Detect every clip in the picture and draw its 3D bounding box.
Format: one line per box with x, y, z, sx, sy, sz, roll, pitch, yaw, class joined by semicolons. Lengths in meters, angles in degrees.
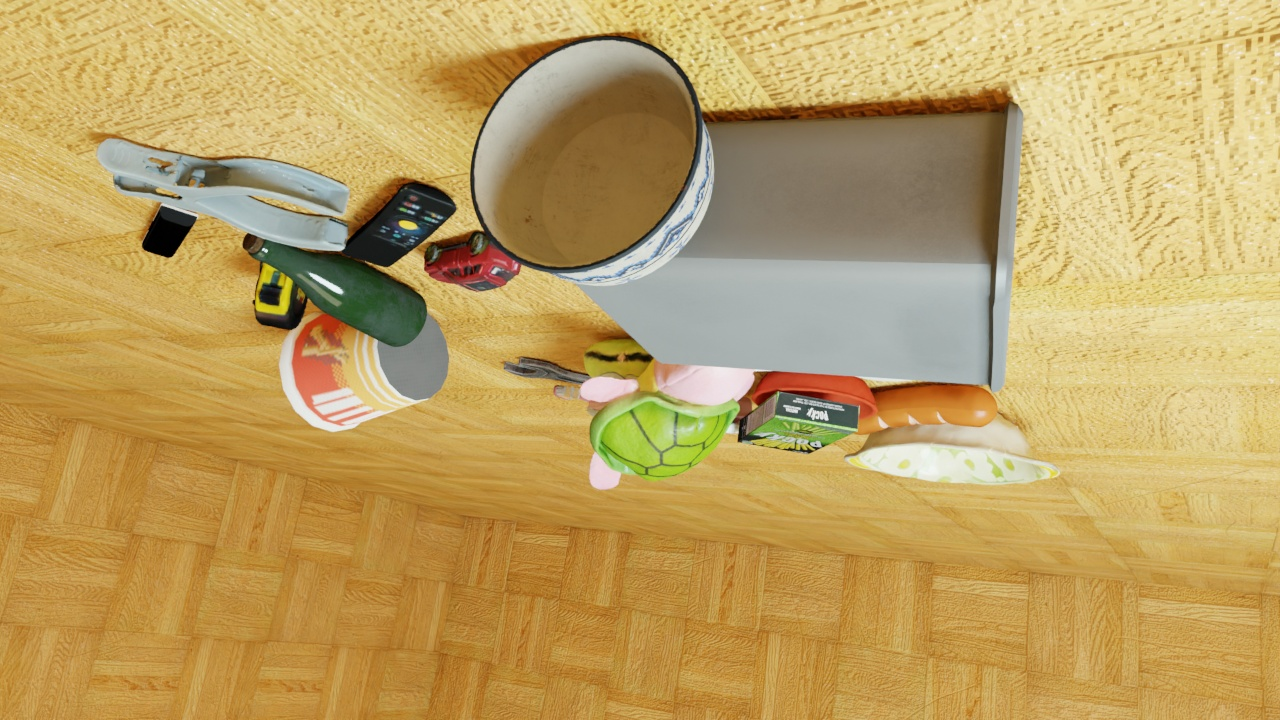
-0.293;-0.111;0.675;0.172;0.029;0.143;11;163;-5;clip

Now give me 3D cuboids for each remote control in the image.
-0.180;-0.098;0.673;0.041;0.020;0.152;18;161;-30;remote control
-0.400;-0.107;0.775;0.028;0.011;0.124;18;162;-31;remote control

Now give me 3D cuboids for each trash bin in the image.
0.095;-0.057;0.527;0.220;0.097;0.192;4;164;22;trash bin

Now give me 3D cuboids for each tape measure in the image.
-0.316;-0.060;0.806;0.038;0.062;0.067;11;166;-6;tape measure

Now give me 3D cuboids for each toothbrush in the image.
-0.045;0.052;1.129;0.016;0.015;0.184;0;169;34;toothbrush

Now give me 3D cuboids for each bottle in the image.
-0.257;-0.065;0.772;0.055;0.055;0.174;-1;161;31;bottle

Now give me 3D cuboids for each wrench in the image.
-0.024;0.032;1.075;0.273;0.010;0.070;12;164;-14;wrench

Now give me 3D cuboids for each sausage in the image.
0.271;0.048;0.902;0.039;0.044;0.165;-12;-179;-40;sausage

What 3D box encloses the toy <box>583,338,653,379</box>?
-0.005;0.005;0.905;0.092;0.046;0.115;1;171;16;toy

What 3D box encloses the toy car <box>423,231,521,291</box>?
-0.131;-0.074;0.710;0.091;0.036;0.042;2;165;43;toy car

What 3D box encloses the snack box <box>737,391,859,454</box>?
0.155;0.065;0.927;0.080;0.025;0.148;10;165;-5;snack box

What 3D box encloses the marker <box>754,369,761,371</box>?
0.132;0.002;0.863;0.134;0.017;0.020;-1;163;33;marker

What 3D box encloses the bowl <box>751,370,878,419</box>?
0.172;0.028;0.904;0.122;0.035;0.122;8;165;2;bowl

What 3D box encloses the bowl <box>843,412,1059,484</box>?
0.330;0.087;0.984;0.220;0.060;0.188;-2;161;32;bowl

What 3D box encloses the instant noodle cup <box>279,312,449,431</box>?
-0.268;0.002;0.916;0.121;0.123;0.123;-10;157;32;instant noodle cup

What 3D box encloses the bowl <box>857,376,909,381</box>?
0.198;-0.012;0.698;0.149;0.043;0.150;2;164;0;bowl

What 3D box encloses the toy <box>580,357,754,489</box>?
0.030;0.046;0.831;0.189;0.087;0.239;5;139;-32;toy

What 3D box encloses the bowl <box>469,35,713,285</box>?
-0.017;-0.088;0.441;0.116;0.115;0.059;2;167;23;bowl

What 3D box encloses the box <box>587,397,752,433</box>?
0.034;0.056;0.982;0.086;0.044;0.202;3;178;45;box
